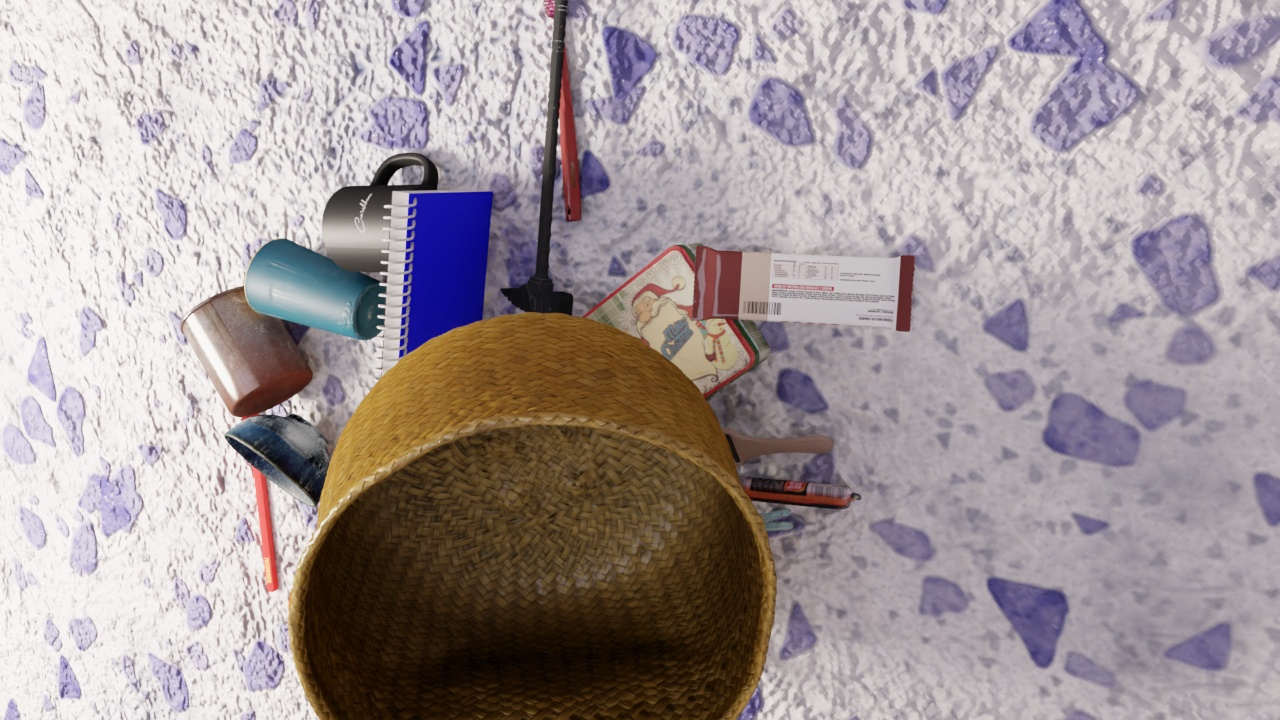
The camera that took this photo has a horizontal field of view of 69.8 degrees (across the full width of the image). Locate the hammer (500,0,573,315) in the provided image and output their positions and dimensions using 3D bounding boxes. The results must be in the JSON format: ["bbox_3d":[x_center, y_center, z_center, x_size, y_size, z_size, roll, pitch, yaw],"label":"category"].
[{"bbox_3d":[-0.075,-0.197,0.746,0.095,0.015,0.325,21,110,50],"label":"hammer"}]

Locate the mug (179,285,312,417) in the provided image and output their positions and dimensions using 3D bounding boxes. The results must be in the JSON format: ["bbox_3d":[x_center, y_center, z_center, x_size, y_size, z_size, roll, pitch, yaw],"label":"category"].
[{"bbox_3d":[-0.401,-0.002,0.936,0.110,0.096,0.123,61,148,10],"label":"mug"}]

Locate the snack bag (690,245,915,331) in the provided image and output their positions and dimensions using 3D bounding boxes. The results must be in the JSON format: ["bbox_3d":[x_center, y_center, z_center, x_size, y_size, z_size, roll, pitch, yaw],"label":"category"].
[{"bbox_3d":[0.118,-0.053,0.671,0.158,0.013,0.057,3,93,7],"label":"snack bag"}]

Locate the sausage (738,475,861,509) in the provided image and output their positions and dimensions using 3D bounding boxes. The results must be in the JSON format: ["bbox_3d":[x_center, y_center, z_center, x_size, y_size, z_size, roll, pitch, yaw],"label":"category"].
[{"bbox_3d":[0.097,0.103,0.729,0.155,0.020,0.020,2,99,27],"label":"sausage"}]

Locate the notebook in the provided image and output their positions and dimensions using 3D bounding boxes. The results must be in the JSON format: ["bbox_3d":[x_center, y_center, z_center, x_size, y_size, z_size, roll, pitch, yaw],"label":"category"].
[{"bbox_3d":[-0.169,-0.034,0.757,0.022,0.171,0.209,10,103,11],"label":"notebook"}]

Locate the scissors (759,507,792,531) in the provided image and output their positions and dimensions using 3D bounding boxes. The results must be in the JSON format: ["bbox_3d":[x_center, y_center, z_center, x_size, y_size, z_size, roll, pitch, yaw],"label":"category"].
[{"bbox_3d":[0.059,0.144,0.738,0.142,0.015,0.076,-5,76,27],"label":"scissors"}]

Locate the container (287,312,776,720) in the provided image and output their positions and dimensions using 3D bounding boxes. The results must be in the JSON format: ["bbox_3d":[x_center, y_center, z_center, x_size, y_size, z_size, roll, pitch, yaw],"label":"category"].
[{"bbox_3d":[-0.071,0.117,0.628,0.307,0.196,0.307,-3,121,-5],"label":"container"}]

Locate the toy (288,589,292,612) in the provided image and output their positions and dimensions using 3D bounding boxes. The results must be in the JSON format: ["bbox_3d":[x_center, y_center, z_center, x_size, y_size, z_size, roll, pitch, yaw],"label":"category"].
[{"bbox_3d":[-0.288,0.249,0.910,0.176,0.096,0.112,-5,97,56],"label":"toy"}]

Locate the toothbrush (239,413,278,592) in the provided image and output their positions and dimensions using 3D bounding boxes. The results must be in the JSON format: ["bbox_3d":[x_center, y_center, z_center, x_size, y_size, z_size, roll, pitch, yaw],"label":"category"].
[{"bbox_3d":[-0.417,0.152,1.000,0.012,0.017,0.212,1,99,27],"label":"toothbrush"}]

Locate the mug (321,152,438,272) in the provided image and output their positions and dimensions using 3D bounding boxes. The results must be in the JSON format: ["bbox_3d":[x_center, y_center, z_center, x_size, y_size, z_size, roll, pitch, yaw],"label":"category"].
[{"bbox_3d":[-0.221,-0.134,0.828,0.088,0.078,0.113,5,75,26],"label":"mug"}]

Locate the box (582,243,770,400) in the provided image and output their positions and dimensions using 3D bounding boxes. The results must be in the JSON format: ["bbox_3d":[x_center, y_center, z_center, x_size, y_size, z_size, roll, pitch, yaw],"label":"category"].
[{"bbox_3d":[-0.004,0.004,0.749,0.206,0.050,0.117,-35,81,28],"label":"box"}]

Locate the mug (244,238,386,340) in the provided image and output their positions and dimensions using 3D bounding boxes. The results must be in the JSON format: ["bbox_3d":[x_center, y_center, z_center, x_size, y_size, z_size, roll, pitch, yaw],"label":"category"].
[{"bbox_3d":[-0.304,-0.064,0.879,0.121,0.078,0.078,19,106,18],"label":"mug"}]

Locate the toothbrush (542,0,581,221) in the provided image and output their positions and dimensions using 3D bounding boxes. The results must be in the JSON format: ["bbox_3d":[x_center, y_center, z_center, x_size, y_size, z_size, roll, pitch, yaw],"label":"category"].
[{"bbox_3d":[-0.064,-0.211,0.761,0.016,0.016,0.190,0,98,30],"label":"toothbrush"}]

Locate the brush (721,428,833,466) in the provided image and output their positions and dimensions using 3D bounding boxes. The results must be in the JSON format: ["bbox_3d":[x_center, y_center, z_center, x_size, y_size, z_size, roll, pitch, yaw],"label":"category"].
[{"bbox_3d":[0.083,0.071,0.720,0.136,0.015,0.050,-4,141,20],"label":"brush"}]

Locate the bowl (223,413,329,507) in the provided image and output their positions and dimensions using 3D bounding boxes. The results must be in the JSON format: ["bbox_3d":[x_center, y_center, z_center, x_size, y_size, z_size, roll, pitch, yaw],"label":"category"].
[{"bbox_3d":[-0.354,0.090,0.926,0.114,0.060,0.114,29,155,15],"label":"bowl"}]
